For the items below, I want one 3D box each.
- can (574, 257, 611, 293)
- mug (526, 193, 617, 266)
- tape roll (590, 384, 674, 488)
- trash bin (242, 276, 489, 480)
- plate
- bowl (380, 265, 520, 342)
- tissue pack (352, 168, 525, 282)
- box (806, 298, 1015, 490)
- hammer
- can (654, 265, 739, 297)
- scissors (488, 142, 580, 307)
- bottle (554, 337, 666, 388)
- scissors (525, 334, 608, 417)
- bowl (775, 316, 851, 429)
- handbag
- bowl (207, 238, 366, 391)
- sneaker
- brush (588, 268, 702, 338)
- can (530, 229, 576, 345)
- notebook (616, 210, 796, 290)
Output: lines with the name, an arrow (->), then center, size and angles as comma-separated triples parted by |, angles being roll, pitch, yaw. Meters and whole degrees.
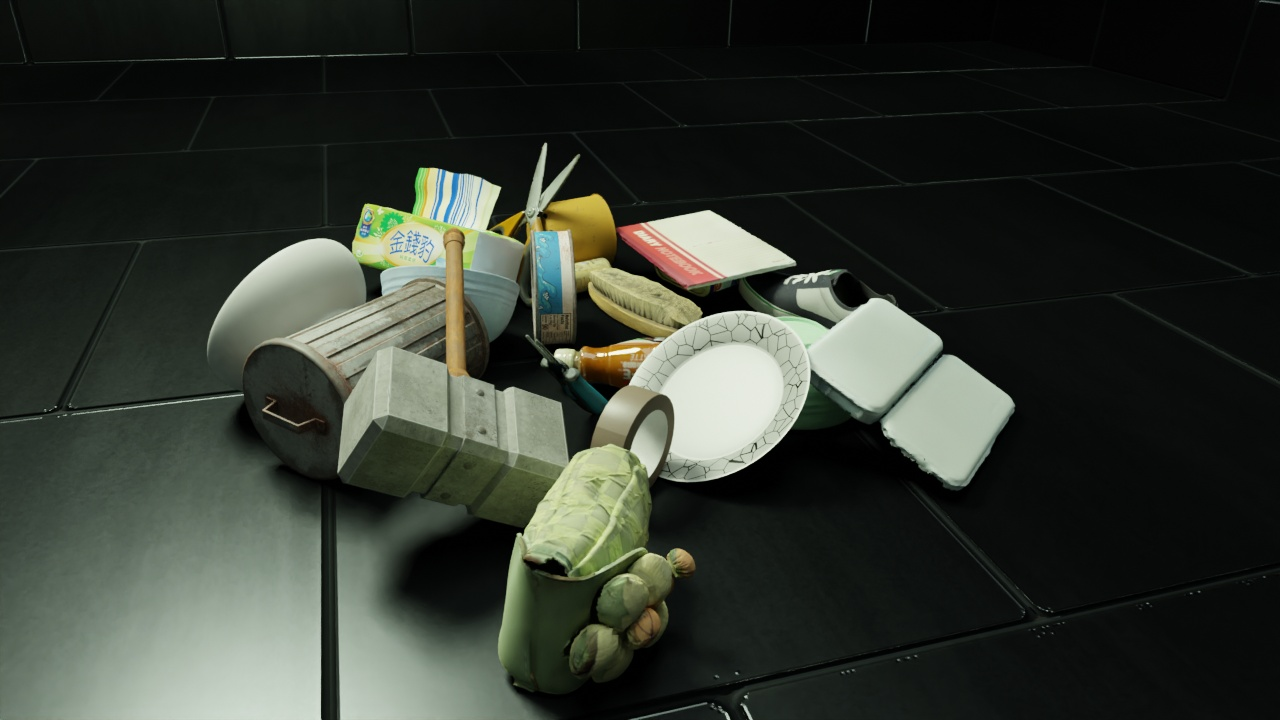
can -> -0.079, -0.107, 1.180 | 0.079, 0.038, 0.038 | -16, 32, -30
mug -> -0.099, -0.163, 1.238 | 0.094, 0.100, 0.124 | -14, -9, -24
tape roll -> -0.006, 0.070, 0.787 | 0.030, 0.094, 0.093 | 17, 31, 26
trash bin -> -0.252, 0.012, 0.849 | 0.131, 0.131, 0.210 | 15, 29, 24
plate -> 0.070, 0.034, 0.856 | 0.189, 0.016, 0.188 | -18, 47, 20
bowl -> -0.210, -0.050, 1.001 | 0.150, 0.074, 0.150 | 4, -8, 0
tissue pack -> -0.245, -0.166, 1.145 | 0.198, 0.141, 0.120 | 16, 4, 20
box -> 0.262, 0.023, 0.884 | 0.189, 0.037, 0.208 | 38, 38, 19
hammer -> -0.162, -0.018, 0.803 | 0.162, 0.083, 0.317 | 21, 37, -29
can -> 0.087, -0.132, 1.218 | 0.092, 0.057, 0.116 | -21, 35, -34
scissors -> -0.141, -0.165, 1.172 | 0.016, 0.226, 0.216 | 20, 34, -47
bottle -> -0.006, 0.006, 0.948 | 0.167, 0.059, 0.059 | 1, 28, 5
scissors -> -0.065, 0.022, 0.859 | 0.126, 0.144, 0.019 | 36, 77, -1
bowl -> 0.154, 0.003, 0.943 | 0.151, 0.077, 0.150 | 2, 27, -1
handbag -> -0.022, 0.140, 0.637 | 0.117, 0.113, 0.186 | 17, 30, 12
bowl -> -0.331, -0.030, 0.904 | 0.066, 0.177, 0.176 | 38, 38, 11
sneaker -> 0.212, -0.081, 1.102 | 0.084, 0.079, 0.235 | -20, 34, -34
brush -> 0.005, -0.067, 1.103 | 0.059, 0.043, 0.195 | -22, 36, -36
can -> -0.099, -0.081, 1.031 | 0.044, 0.130, 0.129 | -2, 28, -8
notebook -> 0.076, -0.145, 1.170 | 0.152, 0.012, 0.209 | -14, 32, -23
